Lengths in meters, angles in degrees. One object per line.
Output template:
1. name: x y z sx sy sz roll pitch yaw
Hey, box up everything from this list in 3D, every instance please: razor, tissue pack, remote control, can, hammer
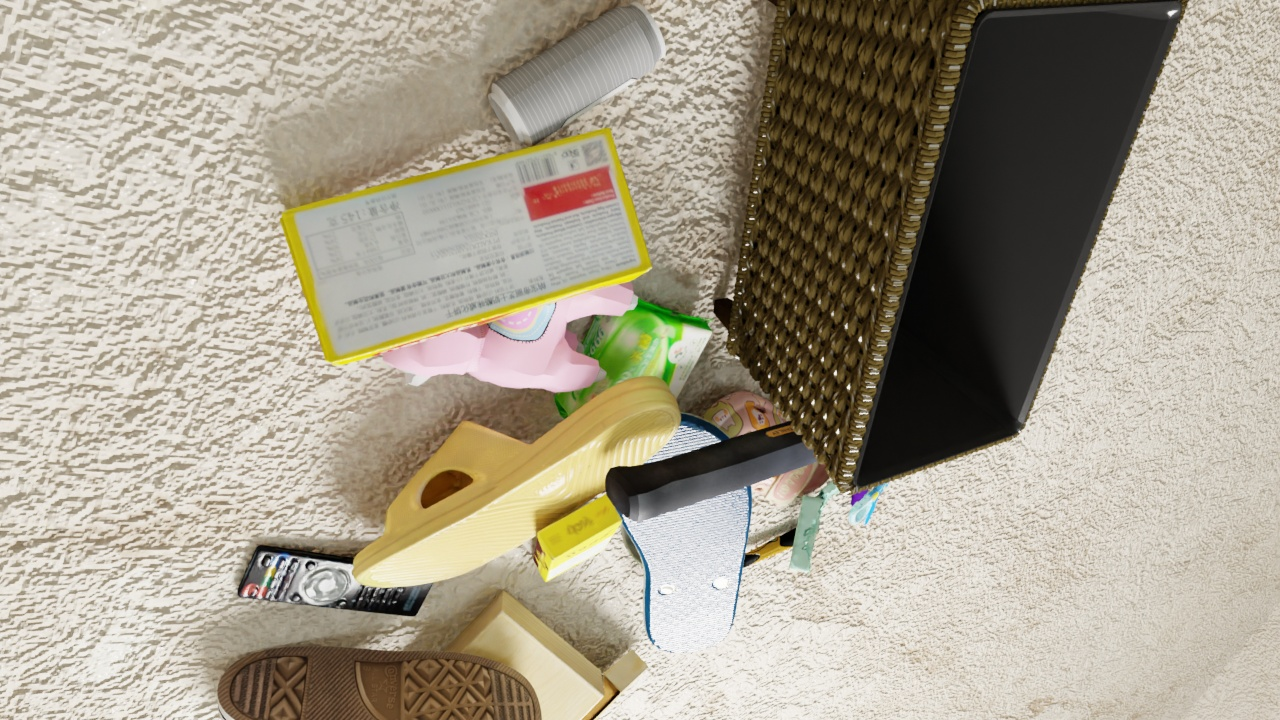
1. razor: 0.129 0.201 0.951 0.144 0.044 0.021 -19 89 -26
2. tissue pack: -0.004 0.004 0.719 0.099 0.034 0.114 13 111 -37
3. remote control: -0.228 0.167 0.697 0.140 0.021 0.045 18 109 -35
4. can: -0.039 -0.174 0.560 0.106 0.044 0.044 -34 134 -8
5. hammer: 0.116 0.060 0.702 0.311 0.139 0.035 -13 118 -27

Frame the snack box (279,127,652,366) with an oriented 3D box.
1. snack box: -0.101 -0.068 0.551 0.200 0.042 0.092 -18 92 -14

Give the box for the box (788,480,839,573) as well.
1. box: 0.176 0.137 0.863 0.138 0.055 0.187 -61 166 -6

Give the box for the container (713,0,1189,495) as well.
1. container: 0.173 -0.109 0.632 0.176 0.205 0.322 -13 127 -26

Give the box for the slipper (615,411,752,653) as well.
1. slipper: 0.038 0.148 0.806 0.118 0.060 0.295 -6 126 0

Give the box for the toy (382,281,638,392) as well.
1. toy: -0.090 -0.031 0.615 0.157 0.067 0.123 11 112 -32

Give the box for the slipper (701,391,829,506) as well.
1. slipper: 0.125 0.097 0.838 0.197 0.081 0.093 22 109 -44

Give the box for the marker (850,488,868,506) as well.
1. marker: 0.239 0.104 0.962 0.018 0.015 0.134 -25 133 -33

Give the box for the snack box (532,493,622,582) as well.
1. snack box: -0.054 0.146 0.739 0.061 0.025 0.149 -27 166 -16

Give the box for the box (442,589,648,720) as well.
1. box: -0.130 0.357 0.848 0.248 0.118 0.252 -46 140 4

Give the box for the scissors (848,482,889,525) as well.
1. scissors: 0.255 0.130 0.968 0.126 0.013 0.126 -26 137 -40

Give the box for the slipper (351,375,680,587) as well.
1. slipper: -0.095 0.081 0.678 0.263 0.078 0.099 -31 148 4

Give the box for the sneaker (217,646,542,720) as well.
1. sneaker: -0.205 0.296 0.728 0.245 0.091 0.097 7 124 -16
